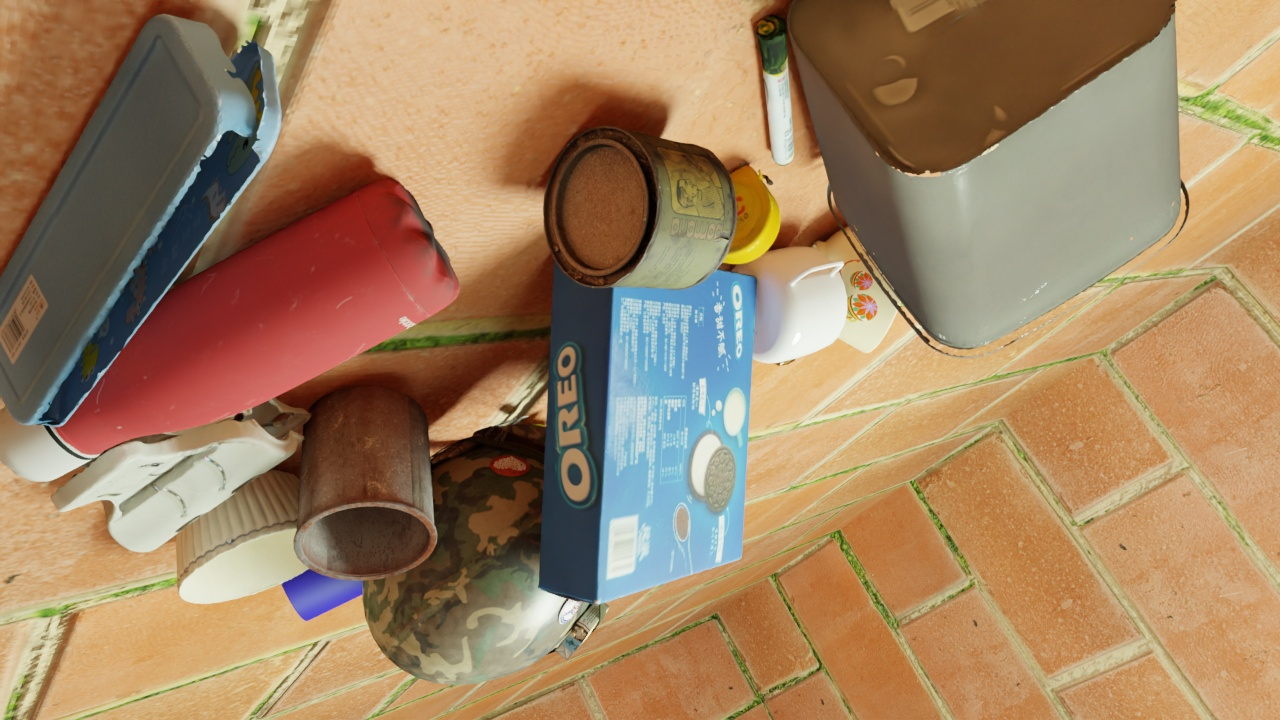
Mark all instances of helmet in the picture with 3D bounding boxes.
[{"bbox_3d":[-0.111,0.153,0.749,0.224,0.192,0.236,-43,176,0],"label":"helmet"}]

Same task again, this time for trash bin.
[{"bbox_3d":[0.205,-0.145,0.554,0.197,0.197,0.220,-34,152,12],"label":"trash bin"}]

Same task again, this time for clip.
[{"bbox_3d":[-0.284,0.070,0.563,0.125,0.089,0.150,-35,169,7],"label":"clip"}]

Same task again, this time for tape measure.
[{"bbox_3d":[0.069,-0.099,0.646,0.068,0.059,0.030,-36,158,16],"label":"tape measure"}]

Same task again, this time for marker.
[{"bbox_3d":[0.087,-0.164,0.578,0.017,0.017,0.146,-30,159,1],"label":"marker"}]

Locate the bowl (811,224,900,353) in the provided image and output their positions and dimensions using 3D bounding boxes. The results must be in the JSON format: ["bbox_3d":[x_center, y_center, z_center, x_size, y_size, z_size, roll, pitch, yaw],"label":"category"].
[{"bbox_3d":[0.185,-0.074,0.819,0.074,0.117,0.118,17,150,-1],"label":"bowl"}]

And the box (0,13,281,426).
[{"bbox_3d":[-0.212,-0.048,0.389,0.210,0.067,0.052,-41,164,28],"label":"box"}]

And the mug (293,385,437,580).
[{"bbox_3d":[-0.196,0.094,0.641,0.096,0.110,0.123,20,128,-26],"label":"mug"}]

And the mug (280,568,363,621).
[{"bbox_3d":[-0.270,0.161,0.794,0.083,0.079,0.111,-24,131,-13],"label":"mug"}]

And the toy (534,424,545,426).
[{"bbox_3d":[-0.119,0.089,0.872,0.093,0.036,0.094,-9,154,-32],"label":"toy"}]

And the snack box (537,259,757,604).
[{"bbox_3d":[0.013,0.043,0.684,0.056,0.239,0.195,3,-179,36],"label":"snack box"}]

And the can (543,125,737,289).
[{"bbox_3d":[-0.001,-0.087,0.538,0.074,0.090,0.090,-3,147,-49],"label":"can"}]

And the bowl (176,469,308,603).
[{"bbox_3d":[-0.294,0.127,0.690,0.115,0.062,0.115,-25,159,-11],"label":"bowl"}]

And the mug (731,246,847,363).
[{"bbox_3d":[0.125,-0.052,0.772,0.068,0.094,0.116,-15,163,-31],"label":"mug"}]

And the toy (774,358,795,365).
[{"bbox_3d":[0.109,-0.021,0.903,0.090,0.070,0.103,-11,172,-4],"label":"toy"}]

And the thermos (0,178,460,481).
[{"bbox_3d":[-0.212,-0.009,0.468,0.240,0.073,0.073,-28,159,-2],"label":"thermos"}]
